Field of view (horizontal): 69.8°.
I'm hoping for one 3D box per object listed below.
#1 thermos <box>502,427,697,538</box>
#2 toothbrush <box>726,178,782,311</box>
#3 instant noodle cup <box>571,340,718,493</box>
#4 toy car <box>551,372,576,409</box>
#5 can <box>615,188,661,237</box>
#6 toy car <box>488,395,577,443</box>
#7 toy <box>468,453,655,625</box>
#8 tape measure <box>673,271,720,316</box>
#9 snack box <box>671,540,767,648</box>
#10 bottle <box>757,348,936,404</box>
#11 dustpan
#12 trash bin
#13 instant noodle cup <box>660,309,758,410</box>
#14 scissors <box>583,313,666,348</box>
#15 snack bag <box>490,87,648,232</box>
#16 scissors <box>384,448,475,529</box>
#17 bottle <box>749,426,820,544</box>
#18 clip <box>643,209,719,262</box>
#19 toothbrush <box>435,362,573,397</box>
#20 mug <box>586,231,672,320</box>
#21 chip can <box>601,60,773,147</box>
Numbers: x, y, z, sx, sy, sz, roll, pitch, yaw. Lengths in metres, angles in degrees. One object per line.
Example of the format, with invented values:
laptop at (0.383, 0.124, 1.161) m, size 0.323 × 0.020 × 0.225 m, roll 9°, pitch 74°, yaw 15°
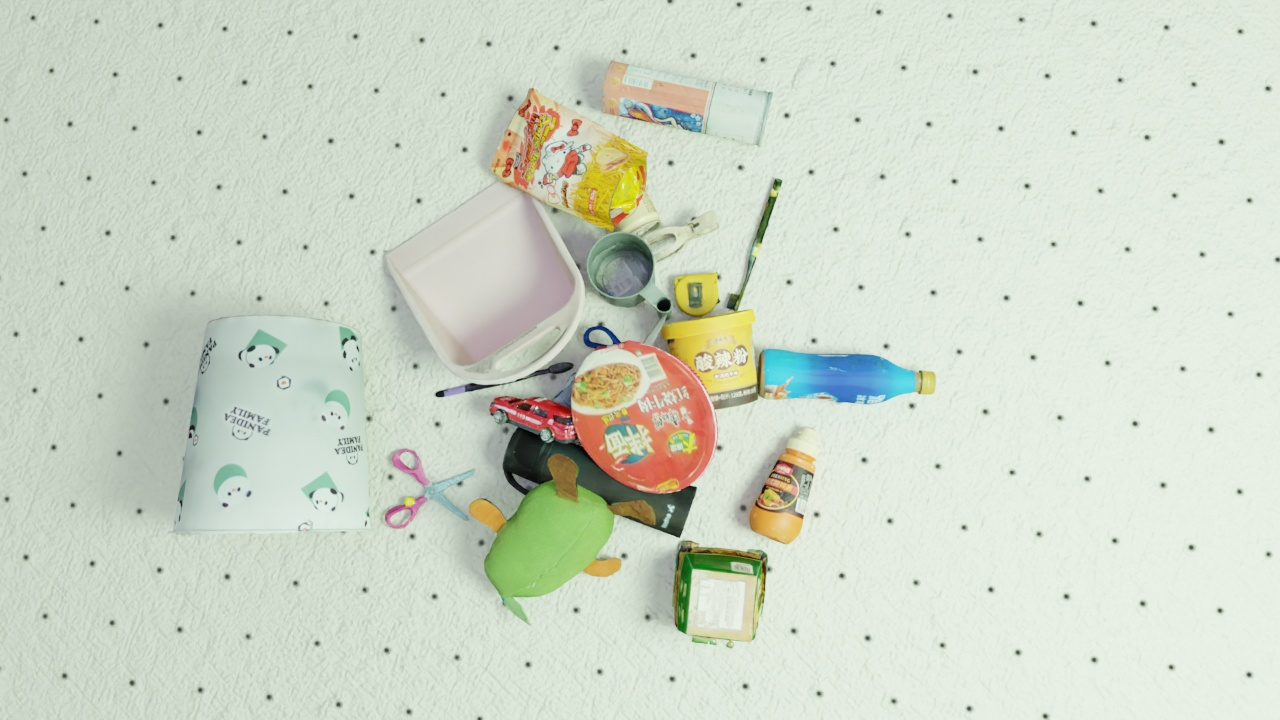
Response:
thermos at (-0.055, 0.161, 1.170) m, size 0.242 × 0.068 × 0.090 m, roll 19°, pitch 119°, yaw 6°
toothbrush at (0.150, -0.153, 1.204) m, size 0.017 × 0.012 × 0.185 m, roll 18°, pitch 87°, yaw 15°
instant noodle cup at (0.014, 0.059, 1.102) m, size 0.194 × 0.065 × 0.194 m, roll 11°, pitch 115°, yaw 25°
toy car at (-0.093, 0.053, 1.191) m, size 0.043 × 0.034 × 0.090 m, roll 42°, pitch 91°, yaw 3°
can at (-0.023, -0.217, 1.195) m, size 0.058 × 0.058 × 0.116 m, roll -28°, pitch 84°, yaw 1°
toy car at (-0.132, 0.069, 1.159) m, size 0.120 × 0.052 × 0.045 m, roll 16°, pitch 99°, yaw 17°
toy at (-0.107, 0.215, 1.119) m, size 0.227 × 0.089 × 0.247 m, roll 32°, pitch 119°, yaw -24°
tape measure at (0.074, -0.086, 1.194) m, size 0.060 × 0.029 × 0.057 m, roll -4°, pitch 86°, yaw 3°
snack box at (0.099, 0.288, 1.124) m, size 0.118 × 0.105 × 0.117 m, roll 5°, pitch 85°, yaw 3°
bottle at (0.259, 0.023, 1.156) m, size 0.219 × 0.065 × 0.065 m, roll 3°, pitch 85°, yaw 4°
dustpan at (-0.187, -0.102, 1.156) m, size 0.222 × 0.139 × 0.273 m, roll -36°, pitch 85°, yaw 0°
trash bin at (-0.440, 0.085, 1.120) m, size 0.229 × 0.229 × 0.251 m, roll -1°, pitch 80°, yaw 3°
instant noodle cup at (0.092, 0.001, 1.147) m, size 0.118 × 0.118 × 0.114 m, roll -9°, pitch 93°, yaw 2°
scissors at (-0.010, 0.003, 1.157) m, size 0.176 × 0.012 × 0.163 m, roll 26°, pitch 119°, yaw 32°
snack bag at (-0.092, -0.251, 1.160) m, size 0.208 × 0.073 × 0.129 m, roll 31°, pitch 105°, yaw 23°
scissors at (-0.280, 0.166, 1.202) m, size 0.133 × 0.017 × 0.133 m, roll -26°, pitch 82°, yaw -4°
bottle at (0.189, 0.153, 1.155) m, size 0.067 × 0.067 × 0.149 m, roll 22°, pitch 80°, yaw 5°
clip at (0.055, -0.164, 1.197) m, size 0.100 × 0.070 × 0.034 m, roll -27°, pitch 83°, yaw 7°
toothbrush at (-0.180, 0.026, 1.207) m, size 0.189 × 0.017 × 0.014 m, roll -12°, pitch 85°, yaw 4°
mug at (-0.008, -0.098, 1.163) m, size 0.124 × 0.103 × 0.083 m, roll 44°, pitch 88°, yaw 5°
chip can at (0.059, -0.335, 1.194) m, size 0.215 × 0.071 × 0.071 m, roll 13°, pitch 86°, yaw 4°
